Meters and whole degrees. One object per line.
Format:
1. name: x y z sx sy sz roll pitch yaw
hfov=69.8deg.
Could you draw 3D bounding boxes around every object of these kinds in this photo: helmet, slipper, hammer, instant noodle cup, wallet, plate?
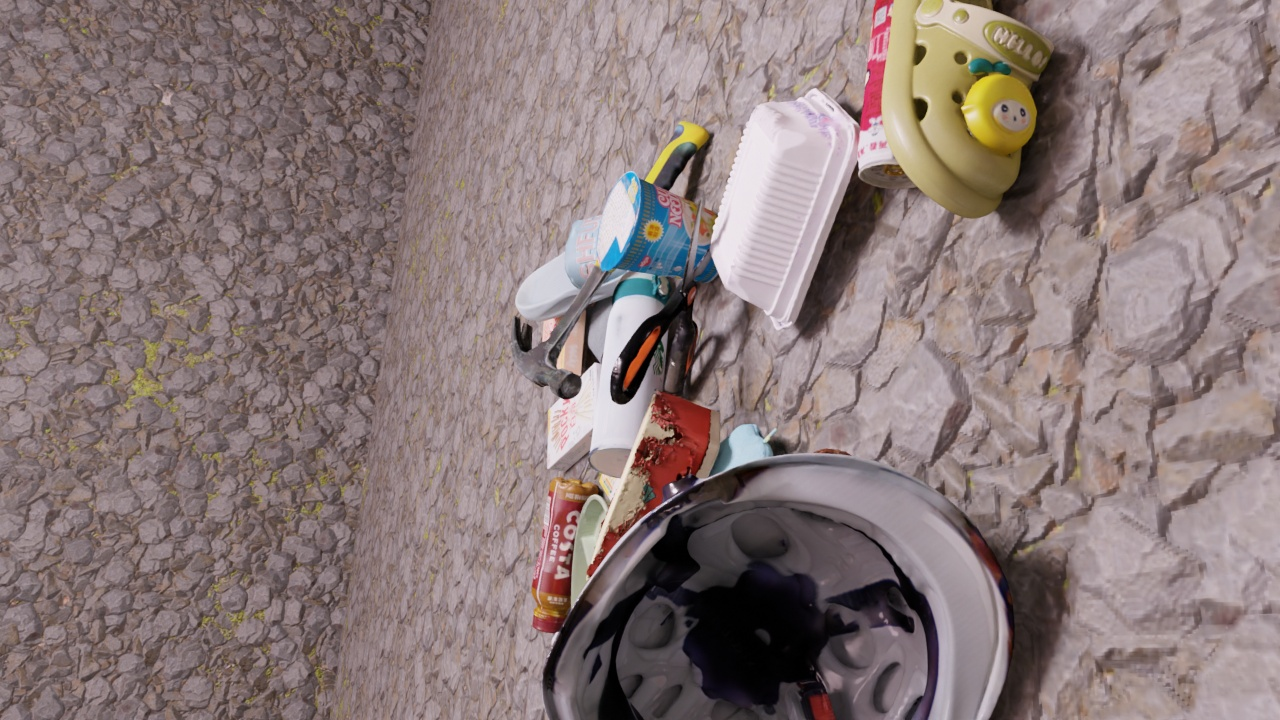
1. helmet: 0.079 0.168 0.551 0.259 0.229 0.146 -46 -2 3
2. slipper: 0.202 -0.183 0.563 0.082 0.091 0.190 -32 48 56
3. hammer: -0.031 -0.116 0.971 0.126 0.032 0.323 27 82 44
4. instant noodle cup: 0.107 -0.128 0.742 0.137 0.060 0.174 -102 26 -59
5. wallet: -0.047 -0.064 1.124 0.129 0.037 0.107 -128 51 -62
6. plate: -0.038 0.252 0.929 0.230 0.027 0.230 -178 91 -74
7. slipper: -0.066 -0.120 1.073 0.246 0.074 0.103 -23 41 37
8. instant noodle cup: 0.026 -0.122 0.899 0.099 0.109 0.099 -42 42 54

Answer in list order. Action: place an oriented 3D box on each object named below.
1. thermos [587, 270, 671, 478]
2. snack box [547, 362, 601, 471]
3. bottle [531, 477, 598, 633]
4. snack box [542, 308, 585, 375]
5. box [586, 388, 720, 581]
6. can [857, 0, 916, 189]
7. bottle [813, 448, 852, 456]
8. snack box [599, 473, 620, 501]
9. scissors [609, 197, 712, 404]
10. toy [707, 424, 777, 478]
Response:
1. thermos: -0.006 0.006 0.939 0.073 0.073 0.223 -46 31 51
2. snack box: -0.076 0.073 1.143 0.157 0.026 0.084 -43 42 52
3. bottle: -0.091 0.227 1.069 0.057 0.057 0.175 6 86 66
4. snack box: -0.102 -0.031 1.192 0.157 0.026 0.084 -157 71 -74
5. box: 0.003 0.114 0.780 0.091 0.077 0.168 -74 5 -70
6. can: 0.185 -0.192 0.644 0.053 0.053 0.132 -9 72 65
7. bottle: 0.103 0.149 0.673 0.059 0.059 0.207 -104 29 -44
8. snack box: 0.002 0.130 0.941 0.077 0.027 0.156 -70 25 15
9. scissors: 0.038 -0.041 0.830 0.229 0.022 0.221 -57 -20 -26
10. toy: 0.073 0.108 0.766 0.161 0.050 0.156 -99 25 -61
